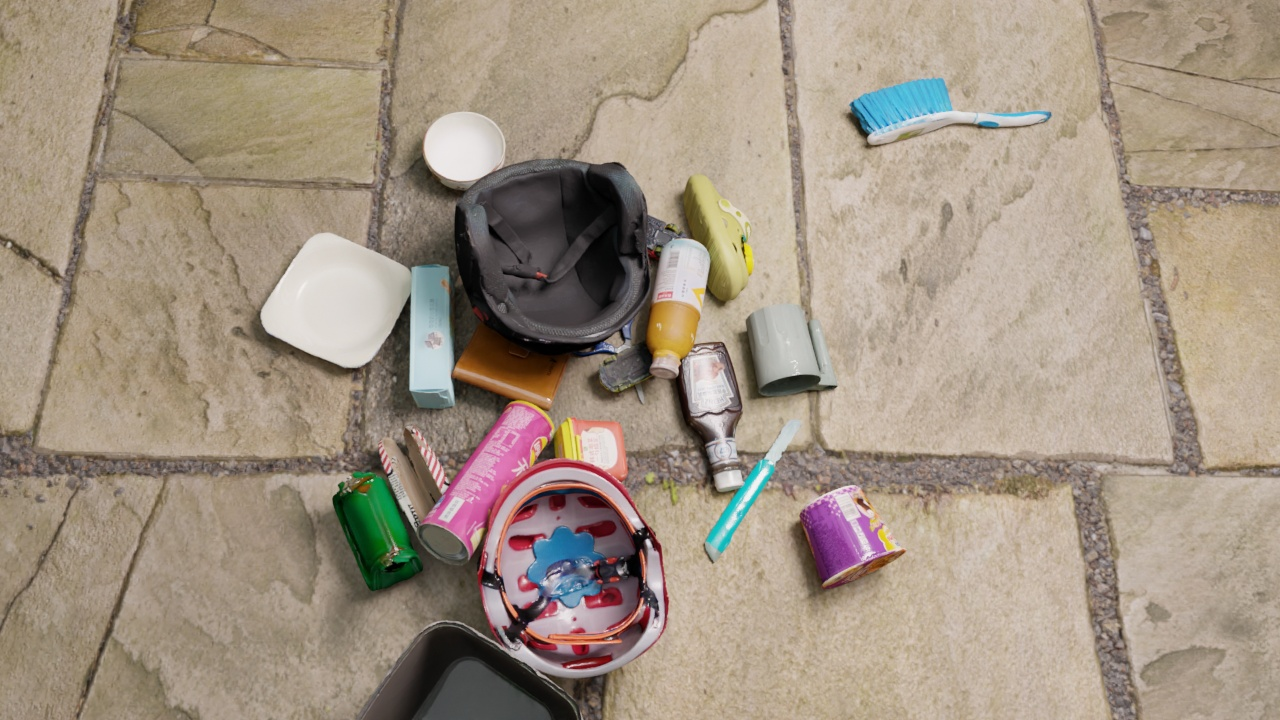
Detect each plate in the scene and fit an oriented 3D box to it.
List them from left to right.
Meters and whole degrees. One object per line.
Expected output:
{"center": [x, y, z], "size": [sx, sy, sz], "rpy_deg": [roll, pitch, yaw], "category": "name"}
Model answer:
{"center": [-0.396, -0.076, 1.214], "size": [0.164, 0.034, 0.163], "rpy_deg": [24, 70, 4], "category": "plate"}

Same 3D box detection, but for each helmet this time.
{"center": [-0.109, -0.120, 1.151], "size": [0.233, 0.231, 0.274], "rpy_deg": [-19, 71, -16], "category": "helmet"}
{"center": [-0.083, 0.242, 1.068], "size": [0.207, 0.144, 0.240], "rpy_deg": [-10, 76, -11], "category": "helmet"}

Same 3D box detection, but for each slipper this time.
{"center": [0.117, -0.177, 1.269], "size": [0.081, 0.092, 0.190], "rpy_deg": [-13, 69, -12], "category": "slipper"}

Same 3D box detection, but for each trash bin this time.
{"center": [-0.180, 0.405, 0.965], "size": [0.198, 0.220, 0.198], "rpy_deg": [32, 70, 7], "category": "trash bin"}

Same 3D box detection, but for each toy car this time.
{"center": [-0.007, 0.007, 1.210], "size": [0.105, 0.032, 0.048], "rpy_deg": [-26, 80, -17], "category": "toy car"}
{"center": [0.006, -0.175, 1.279], "size": [0.120, 0.045, 0.052], "rpy_deg": [28, 69, -1], "category": "toy car"}

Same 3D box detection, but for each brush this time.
{"center": [0.473, -0.380, 1.394], "size": [0.314, 0.061, 0.109], "rpy_deg": [-17, 78, -13], "category": "brush"}

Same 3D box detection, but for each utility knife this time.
{"center": [0.147, 0.163, 1.189], "size": [0.029, 0.013, 0.221], "rpy_deg": [34, 74, 9], "category": "utility knife"}

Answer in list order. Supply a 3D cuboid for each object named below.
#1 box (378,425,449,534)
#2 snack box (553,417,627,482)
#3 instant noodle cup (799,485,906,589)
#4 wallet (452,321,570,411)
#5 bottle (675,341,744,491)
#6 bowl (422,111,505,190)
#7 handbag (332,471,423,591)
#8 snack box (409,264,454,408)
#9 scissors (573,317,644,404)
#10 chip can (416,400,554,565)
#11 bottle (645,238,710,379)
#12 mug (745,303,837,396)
{"center": [-0.276, 0.165, 1.124], "size": [0.081, 0.075, 0.163], "rpy_deg": [-25, 78, -25], "category": "box"}
{"center": [-0.062, 0.120, 1.152], "size": [0.080, 0.082, 0.091], "rpy_deg": [-2, 70, -17], "category": "snack box"}
{"center": [0.254, 0.216, 1.136], "size": [0.111, 0.112, 0.099], "rpy_deg": [-19, 64, -12], "category": "instant noodle cup"}
{"center": [-0.164, 0.003, 1.194], "size": [0.130, 0.035, 0.118], "rpy_deg": [19, 45, -3], "category": "wallet"}
{"center": [0.096, 0.073, 1.201], "size": [0.079, 0.044, 0.194], "rpy_deg": [-7, 72, -13], "category": "bottle"}
{"center": [-0.246, -0.284, 1.287], "size": [0.113, 0.062, 0.113], "rpy_deg": [2, 70, -6], "category": "bowl"}
{"center": [-0.313, 0.199, 1.079], "size": [0.068, 0.120, 0.131], "rpy_deg": [-23, 72, -19], "category": "handbag"}
{"center": [-0.268, -0.030, 1.188], "size": [0.051, 0.074, 0.174], "rpy_deg": [-2, 71, -7], "category": "snack box"}
{"center": [-0.027, -0.023, 1.241], "size": [0.176, 0.012, 0.162], "rpy_deg": [7, 71, -5], "category": "scissors"}
{"center": [-0.181, 0.142, 1.096], "size": [0.071, 0.072, 0.209], "rpy_deg": [28, 47, 5], "category": "chip can"}
{"center": [0.046, -0.067, 1.196], "size": [0.068, 0.068, 0.189], "rpy_deg": [12, 66, -1], "category": "bottle"}
{"center": [0.204, -0.012, 1.229], "size": [0.123, 0.084, 0.103], "rpy_deg": [3, 66, -33], "category": "mug"}
